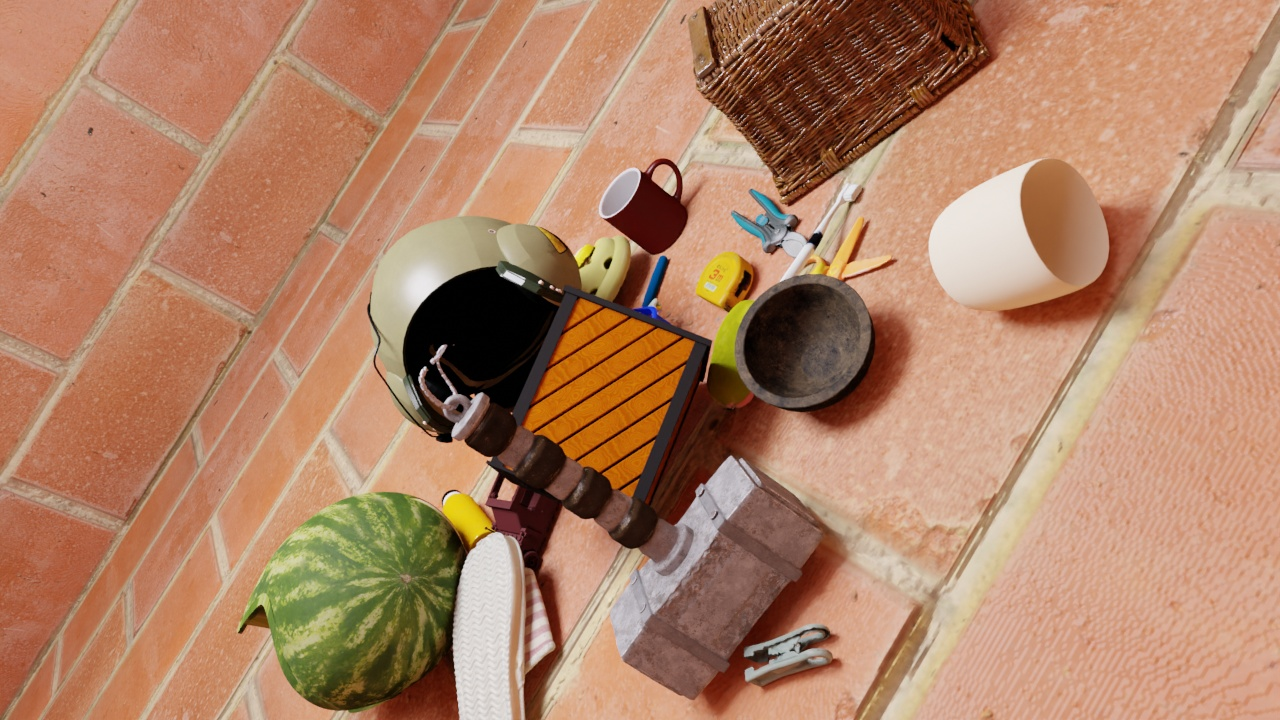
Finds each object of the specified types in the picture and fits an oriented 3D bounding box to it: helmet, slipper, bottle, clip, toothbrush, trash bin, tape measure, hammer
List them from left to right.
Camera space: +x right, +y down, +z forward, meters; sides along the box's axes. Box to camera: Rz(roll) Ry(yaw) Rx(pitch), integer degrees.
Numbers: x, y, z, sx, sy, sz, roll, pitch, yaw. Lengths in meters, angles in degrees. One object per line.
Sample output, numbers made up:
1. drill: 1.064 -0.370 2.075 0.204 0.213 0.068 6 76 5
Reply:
1. helmet: -0.302 0.261 1.016 0.242 0.213 0.248 -54 16 -30
2. bottle: -0.208 0.197 1.114 0.043 0.043 0.144 -58 32 -2
3. helmet: -0.165 -0.039 1.000 0.250 0.255 0.233 -49 37 8
4. slipper: -0.134 0.302 0.912 0.115 0.052 0.262 -32 51 36
5. slipper: -0.079 -0.075 1.133 0.190 0.081 0.092 -66 9 -9
6. hammer: -0.034 0.107 0.700 0.177 0.326 0.079 -53 15 6
7. trash bin: -0.033 0.052 0.855 0.140 0.140 0.171 85 -153 -76
8. toothbrush: -0.012 -0.054 1.071 0.155 0.015 0.022 174 91 -67
9. toothbrush: 0.003 -0.053 1.079 0.014 0.014 0.167 -20 46 56
10. tape measure: 0.091 -0.085 0.973 0.059 0.030 0.068 -56 34 1
11. clip: 0.110 0.220 0.686 0.076 0.023 0.044 -34 40 35
12. toothbrush: 0.162 -0.106 0.869 0.017 0.012 0.186 2 48 51

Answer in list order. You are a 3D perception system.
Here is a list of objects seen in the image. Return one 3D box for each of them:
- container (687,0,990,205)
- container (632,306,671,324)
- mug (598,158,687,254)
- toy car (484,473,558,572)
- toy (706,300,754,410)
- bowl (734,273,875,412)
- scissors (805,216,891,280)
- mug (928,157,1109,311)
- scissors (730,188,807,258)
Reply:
1. container: 0.178 -0.320 0.917 0.251 0.183 0.162 -34 40 32
2. container: -0.006 0.006 0.997 0.096 0.058 0.114 -6 58 51
3. mug: 0.014 -0.195 1.125 0.106 0.082 0.073 -51 32 9
4. toy car: -0.129 0.161 1.022 0.070 0.062 0.169 -4 59 52
5. toy: 0.098 -0.006 0.875 0.090 0.051 0.110 18 78 59
6. bowl: 0.148 -0.008 0.796 0.121 0.056 0.121 -13 64 27
7. scissors: 0.182 -0.078 0.863 0.126 0.011 0.131 -14 53 49
8. mug: 0.276 -0.090 0.679 0.120 0.096 0.100 -30 4 -32
9. scissors: 0.134 -0.141 0.977 0.146 0.019 0.133 -18 51 44
